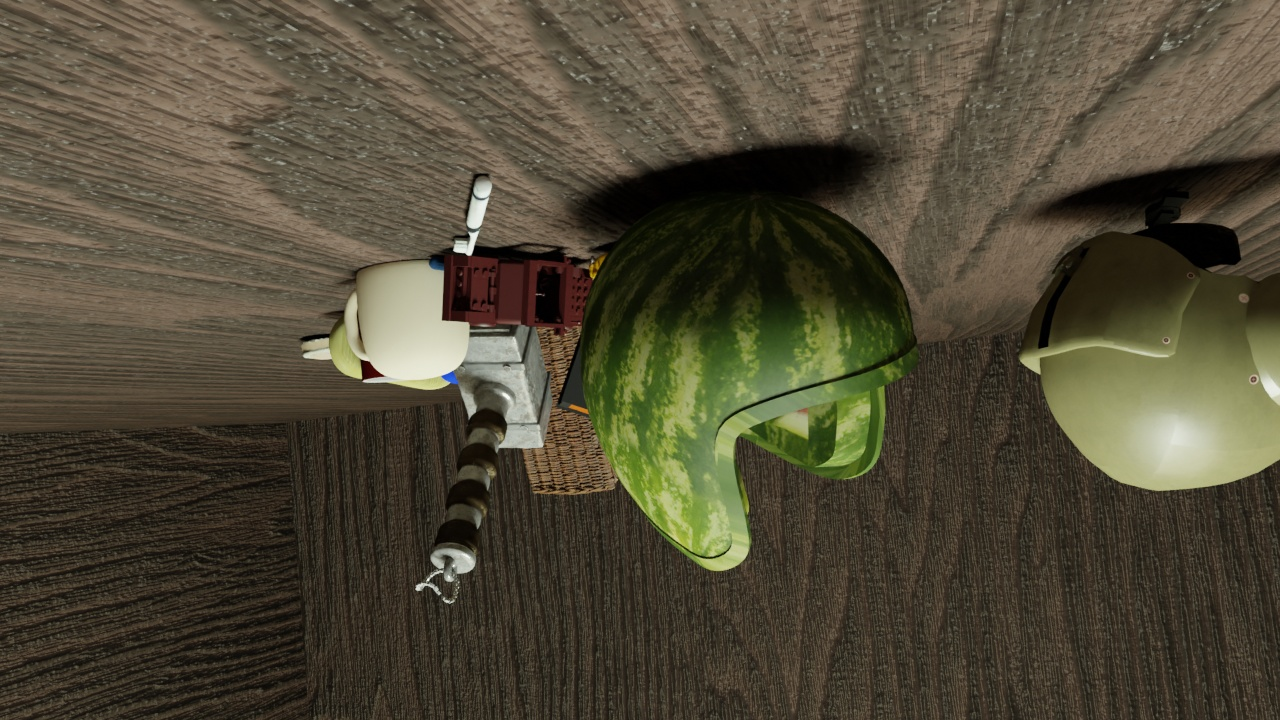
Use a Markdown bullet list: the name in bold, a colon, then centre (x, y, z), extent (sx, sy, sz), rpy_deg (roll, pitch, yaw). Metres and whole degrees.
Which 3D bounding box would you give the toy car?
- **toy car**: centre (-0.094, -0.060, 0.817), extent (0.062, 0.070, 0.169), rpy_deg (6, -176, 38)

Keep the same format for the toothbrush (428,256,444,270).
- **toothbrush**: centre (-0.130, -0.082, 0.850), extent (0.014, 0.014, 0.167), rpy_deg (5, -178, 37)

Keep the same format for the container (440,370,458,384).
- **container**: centre (-0.182, -0.020, 1.066), extent (0.114, 0.096, 0.058), rpy_deg (-13, 169, 18)

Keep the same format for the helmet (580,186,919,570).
- **helmet**: centre (0.069, -0.006, 0.665), extent (0.212, 0.248, 0.243), rpy_deg (-23, -130, -37)

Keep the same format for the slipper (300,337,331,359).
- **slipper**: centre (-0.327, -0.012, 1.263), extent (0.262, 0.052, 0.115), rpy_deg (-4, 176, -24)

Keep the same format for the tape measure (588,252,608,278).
- **tape measure**: centre (-0.009, -0.088, 0.829), extent (0.068, 0.030, 0.059), rpy_deg (-11, -179, -40)

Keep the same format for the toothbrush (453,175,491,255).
- **toothbrush**: centre (-0.121, -0.099, 0.652), extent (0.017, 0.012, 0.187), rpy_deg (-1, 175, -14)

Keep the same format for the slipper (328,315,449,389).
- **slipper**: centre (-0.299, -0.011, 1.096), extent (0.082, 0.091, 0.190), rpy_deg (-6, 173, 36)

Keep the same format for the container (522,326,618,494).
- **container**: centre (-0.071, 0.057, 1.374), extent (0.163, 0.250, 0.182), rpy_deg (-9, -177, 38)

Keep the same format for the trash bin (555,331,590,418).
- **trash bin**: centre (-0.006, 0.006, 1.059), extent (0.139, 0.139, 0.172), rpy_deg (19, 173, -5)

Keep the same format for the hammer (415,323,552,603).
- **hammer**: centre (-0.155, 0.093, 0.887), extent (0.079, 0.325, 0.177), rpy_deg (0, 135, 7)

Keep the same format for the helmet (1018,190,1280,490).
- **helmet**: centre (0.464, -0.017, 0.801), extent (0.233, 0.255, 0.250), rpy_deg (-9, 175, -5)

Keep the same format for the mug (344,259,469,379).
- **mug**: centre (-0.215, -0.031, 0.836), extent (0.120, 0.099, 0.096), rpy_deg (-7, 176, 15)

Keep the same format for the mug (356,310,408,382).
- **mug**: centre (-0.266, -0.023, 0.992), extent (0.073, 0.082, 0.106), rpy_deg (-5, 176, -20)
